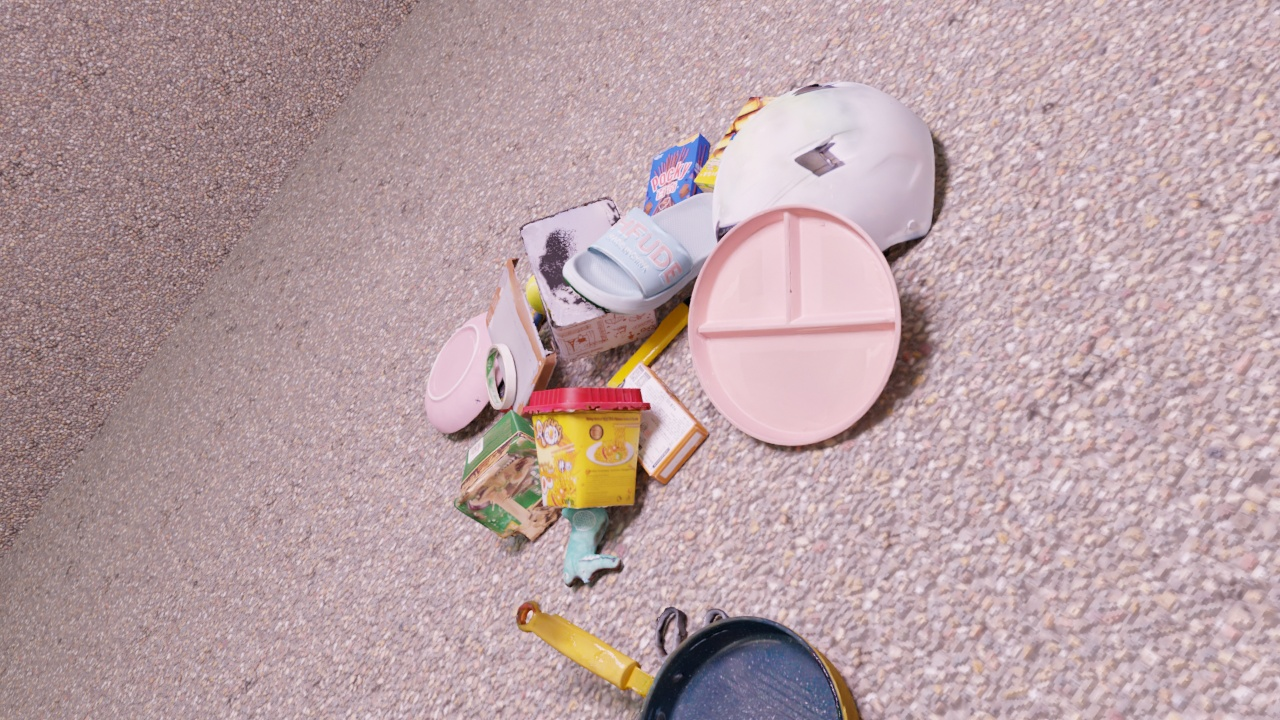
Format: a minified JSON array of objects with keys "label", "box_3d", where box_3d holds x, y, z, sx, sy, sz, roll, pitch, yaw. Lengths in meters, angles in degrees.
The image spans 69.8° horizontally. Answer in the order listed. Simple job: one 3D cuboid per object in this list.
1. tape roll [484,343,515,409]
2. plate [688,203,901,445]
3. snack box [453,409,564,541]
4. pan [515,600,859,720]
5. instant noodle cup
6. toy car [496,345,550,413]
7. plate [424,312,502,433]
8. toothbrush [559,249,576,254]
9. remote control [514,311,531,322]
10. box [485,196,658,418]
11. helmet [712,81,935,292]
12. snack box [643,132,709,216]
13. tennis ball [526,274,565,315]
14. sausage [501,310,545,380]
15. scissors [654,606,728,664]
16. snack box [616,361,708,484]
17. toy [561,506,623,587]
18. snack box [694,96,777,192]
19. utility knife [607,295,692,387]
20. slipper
[{"label":"tape roll","box_3d":[-0.183,0.021,1.191,0.086,0.013,0.086,15,107,61]},{"label":"plate","box_3d":[0.144,-0.034,0.877,0.230,0.028,0.229,0,90,39]},{"label":"snack box","box_3d":[-0.147,0.128,1.077,0.118,0.117,0.105,-43,32,9]},{"label":"pan","box_3d":[0.019,0.284,0.772,0.358,0.078,0.197,14,74,49]},{"label":"instant noodle cup","box_3d":[-0.057,0.093,0.980,0.116,0.115,0.123,-9,81,55]},{"label":"toy car","box_3d":[-0.159,0.025,1.242,0.106,0.031,0.049,-47,37,11]},{"label":"plate","box_3d":[-0.253,0.010,1.308,0.193,0.039,0.192,-34,39,33]},{"label":"toothbrush","box_3d":[-0.061,-0.173,1.316,0.189,0.014,0.016,-19,60,38]},{"label":"remote control","box_3d":[-0.205,-0.026,1.341,0.125,0.024,0.049,-55,36,-1]},{"label":"box","box_3d":[-0.105,-0.068,1.147,0.270,0.136,0.179,-36,55,22]},{"label":"helmet","box_3d":[0.168,-0.190,0.964,0.259,0.146,0.228,-23,45,35]},{"label":"snack box","box_3d":[0.045,-0.229,1.232,0.085,0.026,0.156,-20,47,38]},{"label":"tennis ball","box_3d":[-0.127,-0.095,1.279,0.066,0.065,0.065,-29,42,30]},{"label":"sausage","box_3d":[-0.180,-0.013,1.306,0.165,0.021,0.021,-57,36,-5]},{"label":"scissors","box_3d":[0.037,0.297,0.815,0.164,0.014,0.164,-45,37,13]},{"label":"snack box","box_3d":[0.012,0.066,1.024,0.075,0.026,0.153,-50,36,6]},{"label":"toy","box_3d":[-0.055,0.199,0.987,0.097,0.030,0.091,-7,60,36]},{"label":"snack box","box_3d":[0.138,-0.269,1.161,0.140,0.033,0.087,-58,36,-4]},{"label":"utility knife","box_3d":[-0.007,0.006,1.101,0.223,0.015,0.033,-46,37,6]},{"label":"slipper","box_3d":[0.025,-0.133,1.050,0.244,0.074,0.104,-33,67,-28]}]
